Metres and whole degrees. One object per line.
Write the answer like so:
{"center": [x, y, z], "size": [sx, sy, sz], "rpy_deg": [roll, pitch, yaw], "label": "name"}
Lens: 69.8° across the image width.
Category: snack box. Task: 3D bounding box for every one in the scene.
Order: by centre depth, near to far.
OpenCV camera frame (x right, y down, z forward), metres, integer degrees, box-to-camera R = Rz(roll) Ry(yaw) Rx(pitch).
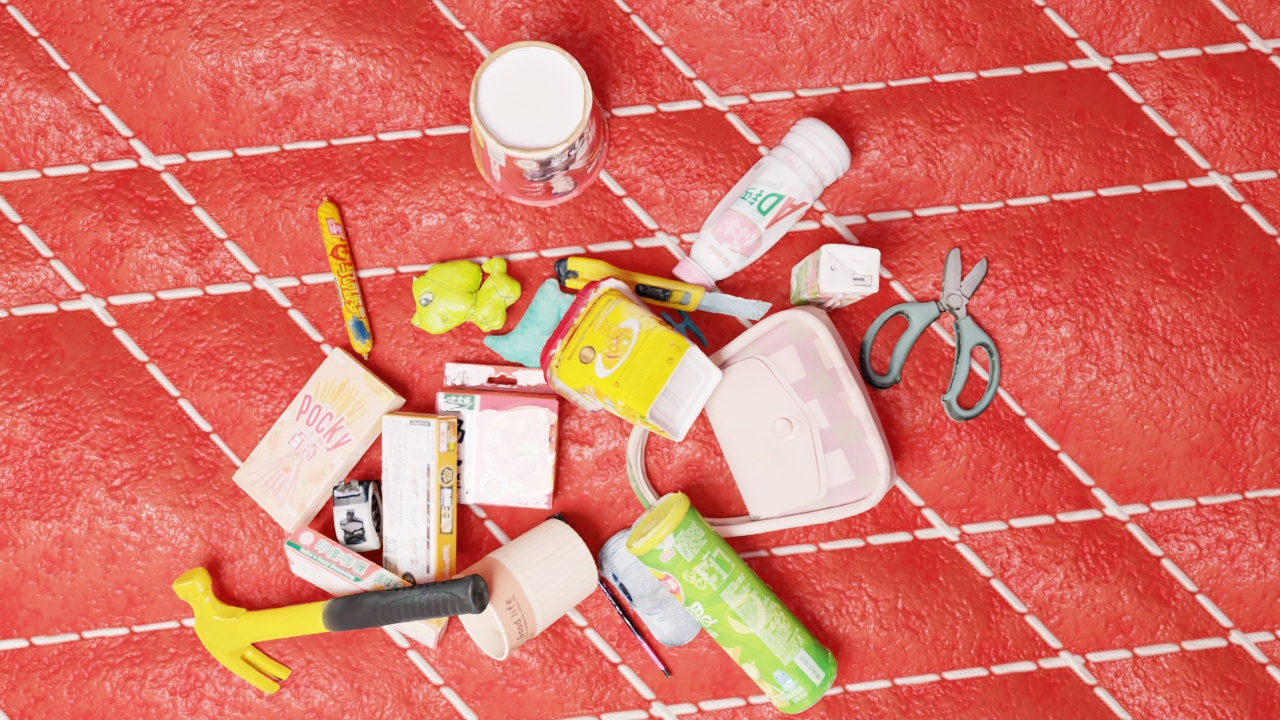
{"center": [-0.199, 0.124, 0.823], "size": [0.075, 0.026, 0.153], "rpy_deg": [2, 92, 36], "label": "snack box"}
{"center": [-0.245, 0.206, 0.828], "size": [0.156, 0.077, 0.026], "rpy_deg": [28, 58, 1], "label": "snack box"}
{"center": [-0.133, 0.069, 0.852], "size": [0.113, 0.044, 0.127], "rpy_deg": [3, 93, 0], "label": "snack box"}
{"center": [-0.299, 0.073, 0.854], "size": [0.084, 0.026, 0.157], "rpy_deg": [35, 85, 20], "label": "snack box"}

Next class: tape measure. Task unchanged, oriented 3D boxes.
{"center": [-0.257, 0.142, 0.840], "size": [0.033, 0.066, 0.066], "rpy_deg": [-7, 83, -3], "label": "tape measure"}

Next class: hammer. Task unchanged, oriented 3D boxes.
{"center": [-0.263, 0.219, 0.787], "size": [0.301, 0.032, 0.129], "rpy_deg": [-14, 110, 22], "label": "hammer"}

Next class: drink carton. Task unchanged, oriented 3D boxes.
{"center": [0.176, -0.073, 0.841], "size": [0.053, 0.122, 0.045], "rpy_deg": [3, 86, -3], "label": "drink carton"}

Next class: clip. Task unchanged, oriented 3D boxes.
{"center": [0.044, -0.032, 0.889], "size": [0.047, 0.014, 0.057], "rpy_deg": [-37, 87, -6], "label": "clip"}

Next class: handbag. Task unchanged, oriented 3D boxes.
{"center": [0.100, 0.073, 0.855], "size": [0.234, 0.093, 0.193], "rpy_deg": [-24, 86, 8], "label": "handbag"}

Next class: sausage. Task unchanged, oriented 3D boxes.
{"center": [-0.284, -0.079, 0.882], "size": [0.021, 0.021, 0.165], "rpy_deg": [-16, 86, -3], "label": "sausage"}

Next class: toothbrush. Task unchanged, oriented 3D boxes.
{"center": [-0.028, 0.221, 0.864], "size": [0.017, 0.014, 0.189], "rpy_deg": [-37, 87, -14], "label": "toothbrush"}

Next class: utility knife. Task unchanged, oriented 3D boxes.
{"center": [0.016, -0.067, 0.859], "size": [0.216, 0.015, 0.033], "rpy_deg": [13, 117, 17], "label": "utility knife"}

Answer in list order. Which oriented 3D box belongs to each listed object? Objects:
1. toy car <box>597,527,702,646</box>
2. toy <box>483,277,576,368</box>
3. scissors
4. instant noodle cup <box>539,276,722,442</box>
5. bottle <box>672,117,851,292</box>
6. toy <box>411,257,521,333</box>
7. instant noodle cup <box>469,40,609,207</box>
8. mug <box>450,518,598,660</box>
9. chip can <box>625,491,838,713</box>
{"center": [0.011, 0.212, 0.855], "size": [0.054, 0.037, 0.120], "rpy_deg": [-39, 90, -5], "label": "toy car"}
{"center": [-0.089, -0.031, 0.878], "size": [0.096, 0.030, 0.092], "rpy_deg": [28, 88, -1], "label": "toy"}
{"center": [0.278, -0.030, 0.891], "size": [0.171, 0.019, 0.177], "rpy_deg": [2, 86, 0], "label": "scissors"}
{"center": [-0.005, 0.005, 0.816], "size": [0.124, 0.116, 0.116], "rpy_deg": [30, 84, 34], "label": "instant noodle cup"}
{"center": [0.111, -0.142, 0.876], "size": [0.197, 0.068, 0.068], "rpy_deg": [-45, 87, -1], "label": "bottle"}
{"center": [-0.169, -0.063, 0.876], "size": [0.100, 0.031, 0.096], "rpy_deg": [27, 81, 9], "label": "toy"}
{"center": [-0.097, -0.223, 0.855], "size": [0.138, 0.108, 0.138], "rpy_deg": [0, 85, -2], "label": "instant noodle cup"}
{"center": [-0.102, 0.211, 0.821], "size": [0.105, 0.115, 0.082], "rpy_deg": [-29, 49, -35], "label": "mug"}
{"center": [0.084, 0.219, 0.821], "size": [0.072, 0.072, 0.221], "rpy_deg": [-43, 96, -5], "label": "chip can"}
